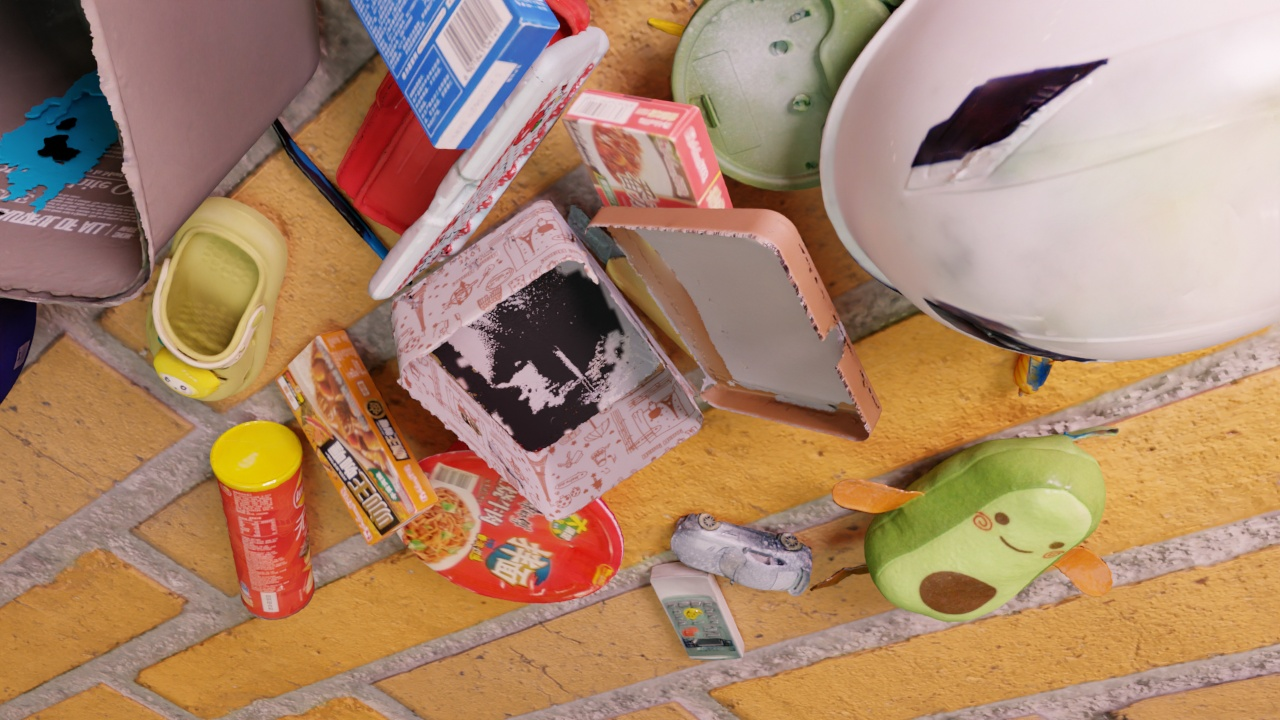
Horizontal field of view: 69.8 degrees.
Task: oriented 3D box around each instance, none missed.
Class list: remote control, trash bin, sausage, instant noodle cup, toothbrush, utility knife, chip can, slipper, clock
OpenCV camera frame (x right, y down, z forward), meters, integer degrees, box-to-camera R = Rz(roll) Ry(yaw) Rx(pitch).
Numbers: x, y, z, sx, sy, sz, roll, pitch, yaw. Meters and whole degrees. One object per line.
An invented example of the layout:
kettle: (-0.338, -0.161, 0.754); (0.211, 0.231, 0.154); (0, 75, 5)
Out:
remote control: (0.054, 0.235, 0.852); (0.056, 0.019, 0.135); (-7, 129, 19)
trash bin: (-0.271, -0.166, 0.423); (0.199, 0.219, 0.199); (9, 125, 4)
sausage: (0.258, -0.038, 0.559); (0.021, 0.021, 0.165); (8, 133, 6)
instant noodle cup: (-0.104, 0.119, 0.754); (0.194, 0.065, 0.194); (6, 133, 6)
toothbrush: (-0.212, -0.118, 0.601); (0.016, 0.014, 0.189); (-18, 126, 27)
utility knife: (0.017, -0.033, 0.620); (0.031, 0.020, 0.195); (-26, 126, 39)
chip can: (-0.336, 0.151, 0.831); (0.073, 0.073, 0.217); (14, 132, 0)
slipper: (-0.316, -0.032, 0.659); (0.091, 0.081, 0.191); (29, 128, -10)
clock: (0.092, -0.156, 0.469); (0.161, 0.056, 0.116); (-12, 128, 23)

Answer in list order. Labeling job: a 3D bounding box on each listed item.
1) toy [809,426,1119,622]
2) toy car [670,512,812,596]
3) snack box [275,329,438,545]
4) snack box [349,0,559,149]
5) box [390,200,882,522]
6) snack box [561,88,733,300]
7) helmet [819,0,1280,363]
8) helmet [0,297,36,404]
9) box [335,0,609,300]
toy: (0.239, 0.131, 0.670); (0.227, 0.089, 0.247); (18, 136, -12)
toy car: (0.084, 0.165, 0.773); (0.120, 0.036, 0.054); (16, 133, 3)
snack box: (-0.218, 0.059, 0.702); (0.075, 0.026, 0.153); (-35, 83, 35)
snack box: (-0.106, -0.190, 0.444); (0.085, 0.026, 0.157); (-41, 74, 37)
box: (-0.005, -0.007, 0.562); (0.273, 0.130, 0.179); (-15, 135, 25)
snack box: (0.016, -0.085, 0.525); (0.075, 0.025, 0.153); (21, 156, 32)
helmet: (0.223, -0.089, 0.402); (0.259, 0.145, 0.229); (-18, 125, 3)
helmet: (-0.539, -0.067, 0.573); (0.240, 0.247, 0.316); (-20, 125, -6)
box: (-0.108, -0.123, 0.514); (0.095, 0.101, 0.202); (34, 129, -18)
